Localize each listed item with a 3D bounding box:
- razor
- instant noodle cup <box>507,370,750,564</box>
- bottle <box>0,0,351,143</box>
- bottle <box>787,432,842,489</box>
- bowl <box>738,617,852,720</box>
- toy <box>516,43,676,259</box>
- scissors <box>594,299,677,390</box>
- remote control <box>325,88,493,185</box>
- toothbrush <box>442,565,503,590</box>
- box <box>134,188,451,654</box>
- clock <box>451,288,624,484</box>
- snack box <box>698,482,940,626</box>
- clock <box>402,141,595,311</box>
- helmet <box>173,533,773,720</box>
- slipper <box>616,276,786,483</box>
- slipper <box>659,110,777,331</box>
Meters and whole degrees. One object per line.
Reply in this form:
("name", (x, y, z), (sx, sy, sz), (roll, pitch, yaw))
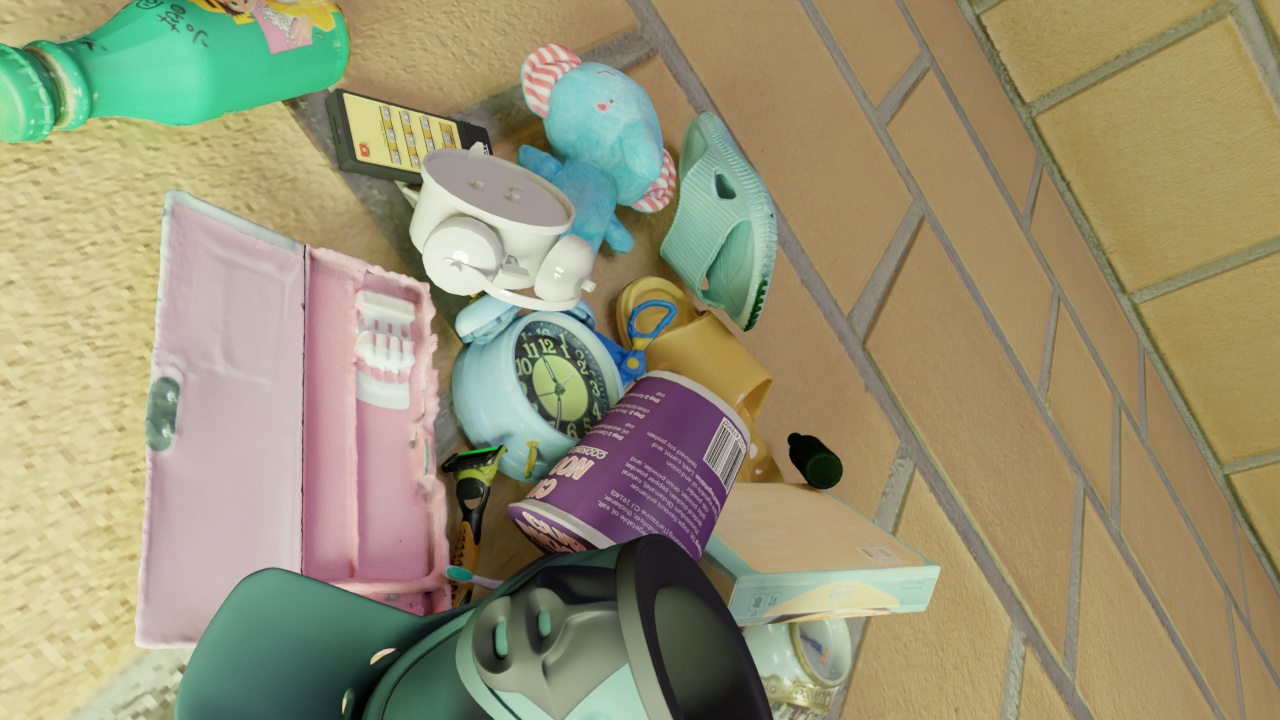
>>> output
("razor", (-0.107, 0.120, 0.548), (0.021, 0.044, 0.144), (39, 48, -47))
("instant noodle cup", (0.005, 0.082, 0.574), (0.121, 0.122, 0.137), (-54, 149, -22))
("bottle", (-0.254, -0.165, 0.504), (0.068, 0.068, 0.209), (58, 37, -9))
("bottle", (0.147, 0.082, 0.801), (0.033, 0.033, 0.123), (59, 2, -7))
("bowl", (0.101, 0.216, 0.693), (0.159, 0.094, 0.159), (27, 51, -39))
("toy", (-0.032, -0.160, 0.749), (0.183, 0.115, 0.180), (39, 53, -40))
("scissors", (-0.004, 0.005, 0.719), (0.126, 0.013, 0.125), (38, 68, 9))
("remote control", (-0.159, -0.153, 0.660), (0.133, 0.013, 0.058), (0, 69, -51))
("toothbrush", (-0.056, 0.151, 0.575), (0.188, 0.019, 0.018), (35, 56, -48))
("box", (-0.183, 0.039, 0.496), (0.179, 0.040, 0.232), (21, 54, -48))
("clock", (-0.072, 0.006, 0.635), (0.117, 0.060, 0.162), (-3, 68, -50))
("snack box", (0.101, 0.134, 0.673), (0.193, 0.141, 0.044), (5, 106, -33))
("clock", (-0.091, -0.085, 0.604), (0.119, 0.061, 0.159), (3, 34, -37))
("helmet", (-0.056, 0.182, 0.426), (0.275, 0.200, 0.176), (58, 16, -46))
("slipper", (0.075, 0.039, 0.782), (0.099, 0.079, 0.263), (-35, 99, -54))
("slipper", (0.060, -0.140, 0.833), (0.069, 0.116, 0.275), (5, 40, -17))
